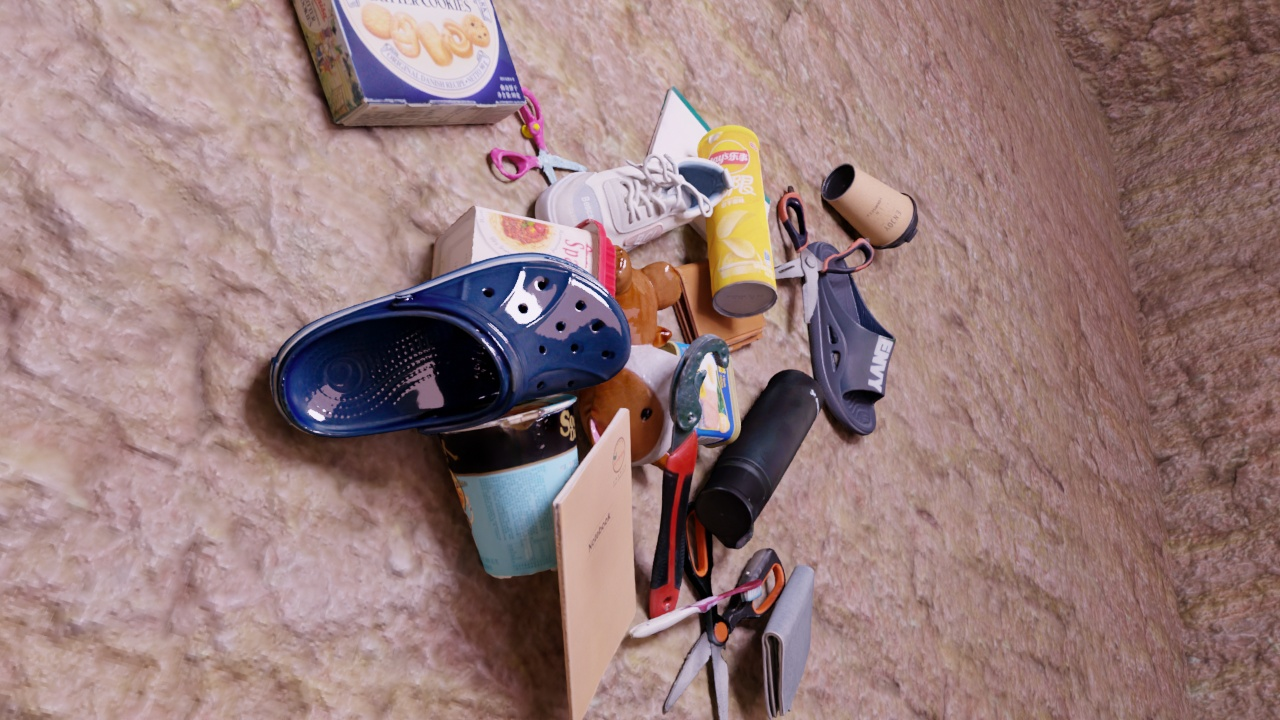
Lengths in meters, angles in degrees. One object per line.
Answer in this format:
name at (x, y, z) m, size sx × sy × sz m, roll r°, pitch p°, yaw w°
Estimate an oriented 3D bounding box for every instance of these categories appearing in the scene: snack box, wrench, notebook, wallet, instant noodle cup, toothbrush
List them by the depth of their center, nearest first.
instant noodle cup at (-0.091, 0.096, 0.693) m, size 0.111 × 0.111 × 0.120 m, roll -17°, pitch 97°, yaw -51°
notebook at (-0.032, 0.160, 0.714) m, size 0.147 × 0.008 × 0.208 m, roll -53°, pitch 145°, yaw -60°
instant noodle cup at (-0.097, -0.061, 0.741) m, size 0.124 × 0.117 × 0.116 m, roll 15°, pitch 65°, yaw -34°
snack box at (-0.195, -0.287, 0.754) m, size 0.177 × 0.046 × 0.182 m, roll -21°, pitch 94°, yaw -52°
wrench at (0.035, 0.108, 0.799) m, size 0.056 × 0.016 × 0.274 m, roll -7°, pitch 113°, yaw -39°
toothbrush at (0.057, 0.234, 0.859) m, size 0.187 × 0.016 × 0.017 m, roll -6°, pitch 90°, yaw -46°
wallet at (0.146, 0.284, 0.928) m, size 0.129 × 0.037 × 0.107 m, roll -39°, pitch 131°, yaw -61°
wallet at (0.088, -0.061, 1.018) m, size 0.131 × 0.031 × 0.108 m, roll -20°, pitch 93°, yaw -47°
notebook at (0.086, -0.204, 1.085) m, size 0.209 × 0.012 × 0.150 m, roll 42°, pitch 48°, yaw -33°

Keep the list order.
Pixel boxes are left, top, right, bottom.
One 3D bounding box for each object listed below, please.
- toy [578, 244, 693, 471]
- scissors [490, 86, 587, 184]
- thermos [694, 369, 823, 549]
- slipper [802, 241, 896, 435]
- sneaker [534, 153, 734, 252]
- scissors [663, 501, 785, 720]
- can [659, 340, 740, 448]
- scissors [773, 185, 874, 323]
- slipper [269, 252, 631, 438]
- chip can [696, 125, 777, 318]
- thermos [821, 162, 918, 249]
toy at (-0.005, 0.005, 0.821) m, size 0.140 × 0.131 × 0.199 m, roll 8°, pitch 80°, yaw -55°
scissors at (-0.095, -0.190, 0.863) m, size 0.134 × 0.017 × 0.133 m, roll -41°, pitch 112°, yaw -52°
thermos at (0.128, 0.103, 0.971) m, size 0.241 × 0.068 × 0.090 m, roll -47°, pitch 136°, yaw -51°
slipper at (0.277, -0.038, 1.199) m, size 0.110 × 0.084 × 0.268 m, roll 6°, pitch 71°, yaw -47°
sneaker at (0.006, -0.154, 0.897) m, size 0.241 × 0.091 × 0.089 m, roll -24°, pitch 101°, yaw -47°
scissors at (0.075, 0.245, 0.901) m, size 0.220 × 0.022 × 0.232 m, roll -19°, pitch 90°, yaw -46°
can at (0.049, 0.034, 0.917) m, size 0.083 × 0.057 × 0.102 m, roll 10°, pitch 69°, yaw -46°
scissors at (0.226, -0.133, 1.182) m, size 0.189 × 0.015 × 0.222 m, roll 15°, pitch 56°, yaw -21°
slipper at (-0.119, -0.008, 0.625) m, size 0.252 × 0.095 × 0.105 m, roll -12°, pitch 110°, yaw -21°
chip can at (0.105, -0.154, 1.003) m, size 0.072 × 0.072 × 0.213 m, roll 26°, pitch 50°, yaw -42°
thermos at (0.333, -0.226, 1.336) m, size 0.143 × 0.093 × 0.092 m, roll 27°, pitch 56°, yaw -33°
